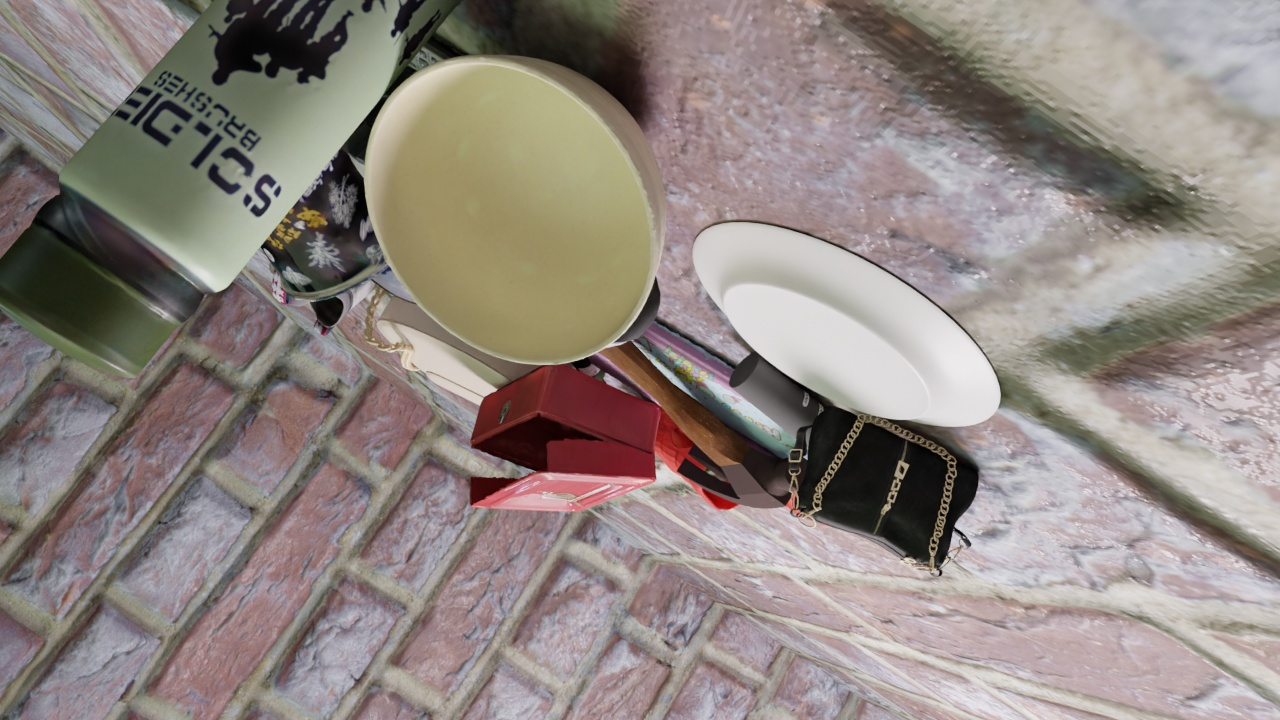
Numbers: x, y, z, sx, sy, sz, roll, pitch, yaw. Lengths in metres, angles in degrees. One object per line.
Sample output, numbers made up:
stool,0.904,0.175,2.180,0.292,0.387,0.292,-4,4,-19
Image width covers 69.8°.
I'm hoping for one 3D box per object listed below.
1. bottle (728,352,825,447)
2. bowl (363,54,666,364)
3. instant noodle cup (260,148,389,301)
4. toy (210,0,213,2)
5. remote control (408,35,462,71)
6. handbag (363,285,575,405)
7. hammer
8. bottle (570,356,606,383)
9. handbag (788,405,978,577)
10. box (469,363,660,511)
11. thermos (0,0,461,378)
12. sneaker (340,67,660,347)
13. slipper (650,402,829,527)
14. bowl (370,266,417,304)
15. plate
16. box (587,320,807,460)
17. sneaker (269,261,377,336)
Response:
bottle,0.113,0.040,0.638,0.113,0.030,0.030,38,166,-17
bowl,-0.051,-0.081,0.451,0.151,0.075,0.151,11,123,17
instant noodle cup,-0.232,-0.130,0.653,0.137,0.137,0.112,20,151,43
toy,-0.254,-0.243,0.488,0.055,0.041,0.102,9,154,6
remote control,-0.125,-0.170,0.495,0.136,0.013,0.033,34,166,-1
handbag,-0.167,0.000,0.952,0.211,0.103,0.209,24,163,16
hammer,-0.004,0.004,0.697,0.323,0.033,0.116,43,153,-15
bottle,-0.049,0.007,0.896,0.025,0.025,0.106,27,165,24
handbag,0.154,0.085,0.586,0.128,0.079,0.054,24,163,1
box,-0.072,0.075,0.842,0.134,0.110,0.158,14,155,-31
thermos,-0.176,-0.101,0.394,0.082,0.231,0.082,32,167,8
sneaker,-0.084,-0.084,0.574,0.240,0.088,0.124,40,172,11
slipper,0.079,0.113,0.904,0.249,0.059,0.103,24,163,29
bowl,-0.194,-0.103,0.764,0.114,0.045,0.114,41,-158,-20
plate,0.106,-0.010,0.516,0.188,0.016,0.189,31,166,9
box,0.046,0.025,0.746,0.214,0.034,0.151,31,162,10
sneaker,-0.297,-0.117,0.822,0.097,0.128,0.263,29,164,15
